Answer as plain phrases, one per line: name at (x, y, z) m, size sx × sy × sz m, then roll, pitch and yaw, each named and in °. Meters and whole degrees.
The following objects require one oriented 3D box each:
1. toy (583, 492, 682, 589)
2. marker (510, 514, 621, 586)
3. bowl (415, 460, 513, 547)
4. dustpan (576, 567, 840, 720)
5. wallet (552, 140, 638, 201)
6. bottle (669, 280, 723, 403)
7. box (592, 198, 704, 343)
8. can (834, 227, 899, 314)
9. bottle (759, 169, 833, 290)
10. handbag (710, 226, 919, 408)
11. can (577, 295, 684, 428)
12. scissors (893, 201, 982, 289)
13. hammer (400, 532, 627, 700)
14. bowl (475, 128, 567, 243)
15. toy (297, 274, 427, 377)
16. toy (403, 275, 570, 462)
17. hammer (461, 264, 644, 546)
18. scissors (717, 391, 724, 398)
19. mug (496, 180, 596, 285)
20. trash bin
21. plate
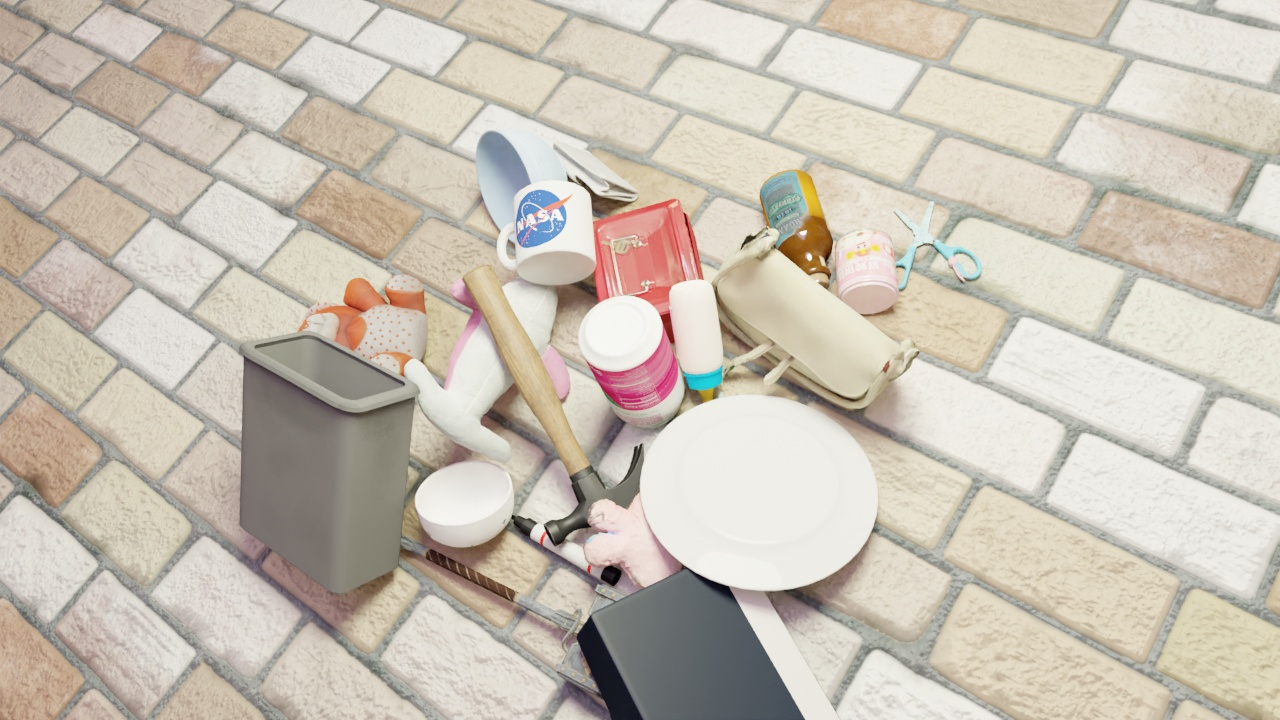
toy at (-0.006, 0.183, 0.946) m, size 0.105 × 0.053 × 0.108 m, roll 11°, pitch 68°, yaw -13°
marker at (-0.085, 0.200, 0.990) m, size 0.146 × 0.019 × 0.019 m, roll 25°, pitch 70°, yaw 25°
bowl at (-0.190, 0.162, 1.006) m, size 0.105 × 0.054 × 0.104 m, roll -3°, pitch 35°, yaw 2°
dustpan at (0.028, 0.336, 0.841) m, size 0.272 × 0.080 × 0.236 m, roll -19°, pitch 65°, yaw -28°
wallet at (-0.063, -0.244, 1.202) m, size 0.116 × 0.086 × 0.032 m, roll 43°, pitch 114°, yaw 34°
bottle at (0.065, -0.014, 1.015) m, size 0.051 × 0.146 × 0.051 m, roll -9°, pitch 19°, yaw 3°
box at (0.008, -0.102, 1.094) m, size 0.129 × 0.087 × 0.158 m, roll -13°, pitch 60°, yaw 6°
can at (0.256, -0.100, 1.040) m, size 0.067 × 0.067 × 0.076 m, roll -4°, pitch 60°, yaw 12°
bottle at (0.189, -0.146, 1.083) m, size 0.068 × 0.068 × 0.156 m, roll -14°, pitch 59°, yaw 6°
handbag at (0.163, -0.030, 0.970) m, size 0.229 × 0.184 × 0.131 m, roll 40°, pitch 79°, yaw 13°
can at (-0.006, 0.006, 0.991) m, size 0.088 × 0.166 × 0.088 m, roll -6°, pitch 60°, yaw 11°
scissors at (0.325, -0.127, 1.073) m, size 0.126 × 0.015 × 0.136 m, roll -32°, pitch 53°, yaw -5°
hammer at (-0.151, 0.242, 0.974) m, size 0.322 × 0.044 × 0.098 m, roll 19°, pitch 68°, yaw 25°
bowl at (-0.143, -0.231, 1.181) m, size 0.074 × 0.151 × 0.150 m, roll -25°, pitch 55°, yaw -29°
toy at (-0.355, -0.029, 1.143) m, size 0.173 × 0.093 × 0.163 m, roll -6°, pitch 62°, yaw 13°
toy at (-0.178, 0.000, 1.070) m, size 0.128 × 0.186 × 0.264 m, roll -30°, pitch 24°, yaw 40°
hammer at (-0.104, 0.034, 0.994) m, size 0.132 × 0.040 × 0.305 m, roll -27°, pitch 86°, yaw -18°
scissors at (0.092, 0.109, 1.001) m, size 0.077 × 0.017 × 0.173 m, roll -7°, pitch 57°, yaw 15°
mug at (-0.114, -0.144, 1.075) m, size 0.121 × 0.091 × 0.090 m, roll -14°, pitch 68°, yaw 21°
trash bin at (-0.341, 0.105, 0.986) m, size 0.192 × 0.097 × 0.220 m, roll 23°, pitch 114°, yaw 29°
plate at (0.120, 0.124, 0.940) m, size 0.242 × 0.016 × 0.242 m, roll -2°, pitch 47°, yaw 2°
